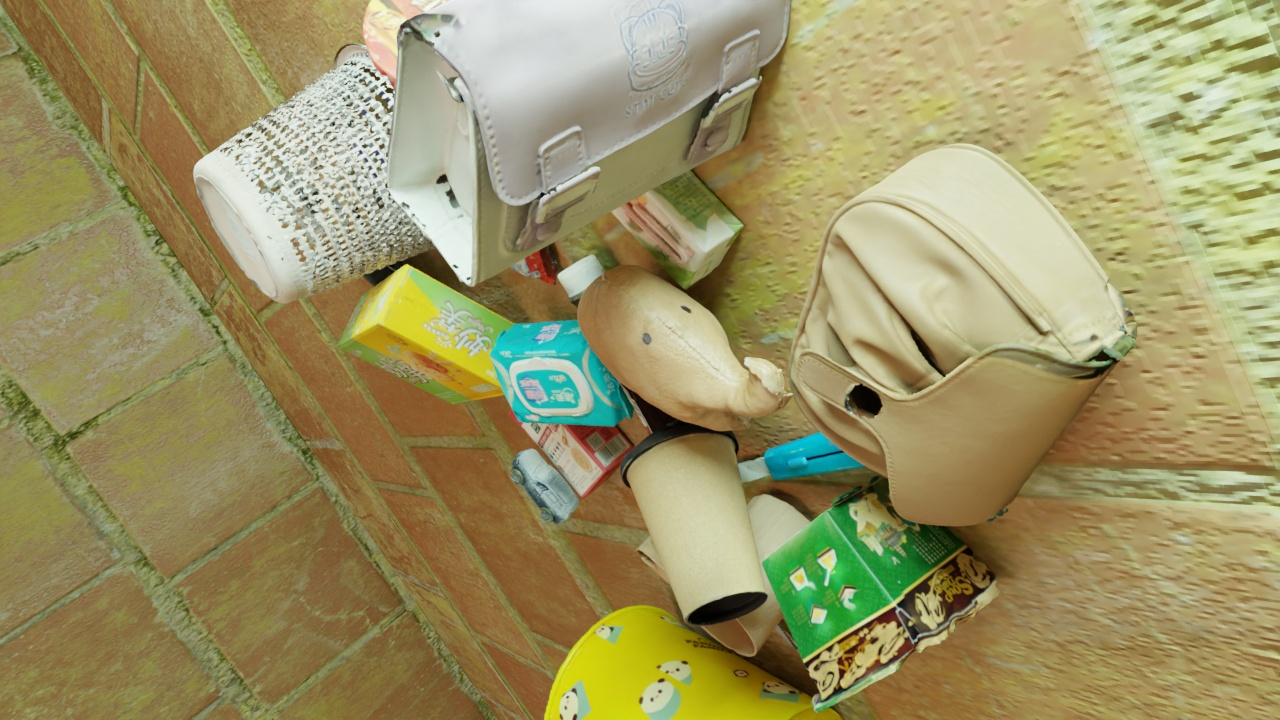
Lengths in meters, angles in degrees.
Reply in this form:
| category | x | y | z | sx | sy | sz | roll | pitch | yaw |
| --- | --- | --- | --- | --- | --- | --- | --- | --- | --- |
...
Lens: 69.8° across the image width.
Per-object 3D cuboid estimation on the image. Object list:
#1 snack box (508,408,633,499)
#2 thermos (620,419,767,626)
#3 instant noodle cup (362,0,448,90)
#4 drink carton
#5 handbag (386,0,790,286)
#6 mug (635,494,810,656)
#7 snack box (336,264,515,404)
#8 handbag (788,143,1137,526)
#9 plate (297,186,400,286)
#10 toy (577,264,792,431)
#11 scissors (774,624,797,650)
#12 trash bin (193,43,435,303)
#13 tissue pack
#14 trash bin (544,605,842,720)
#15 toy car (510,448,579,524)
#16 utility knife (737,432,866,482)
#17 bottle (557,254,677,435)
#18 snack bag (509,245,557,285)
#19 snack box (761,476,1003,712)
| category | x | y | z | sx | sy | sz | roll | pitch | yaw |
| --- | --- | --- | --- | --- | --- | --- | --- | --- | --- |
| snack box | -0.075 | 0.074 | 0.968 | 0.127 | 0.044 | 0.113 | 49 | 153 | 7 |
| thermos | 0.043 | 0.115 | 0.673 | 0.093 | 0.093 | 0.143 | 99 | 157 | -55 |
| instant noodle cup | -0.105 | -0.192 | 0.621 | 0.138 | 0.137 | 0.109 | 42 | 160 | 21 |
| drink carton | 0.008 | -0.110 | 0.620 | 0.122 | 0.045 | 0.054 | 49 | 152 | 8 |
| handbag | -0.024 | -0.140 | 0.472 | 0.098 | 0.196 | 0.145 | 47 | 153 | 18 |
| mug | 0.076 | 0.161 | 0.753 | 0.124 | 0.103 | 0.084 | 40 | 155 | 14 |
| snack box | -0.225 | -0.020 | 0.995 | 0.157 | 0.070 | 0.210 | 30 | 161 | -23 |
| handbag | 0.147 | 0.000 | 0.471 | 0.148 | 0.099 | 0.205 | 43 | 155 | 25 |
| plate | -0.328 | -0.141 | 1.074 | 0.179 | 0.024 | 0.179 | 49 | -178 | -3 |
| toy | 0.022 | -0.008 | 0.614 | 0.143 | 0.082 | 0.226 | 35 | 180 | -13 |
| scissors | 0.077 | 0.194 | 0.903 | 0.227 | 0.015 | 0.189 | 40 | 150 | 23 |
| trash bin | -0.308 | -0.164 | 0.897 | 0.227 | 0.191 | 0.228 | 38 | 149 | 27 |
| tissue pack | -0.070 | 0.013 | 0.848 | 0.134 | 0.050 | 0.093 | -2 | 122 | 33 |
| trash bin | 0.063 | 0.406 | 0.962 | 0.256 | 0.229 | 0.230 | 8 | 129 | 48 |
| toy car | -0.103 | 0.135 | 0.992 | 0.034 | 0.042 | 0.090 | -28 | 104 | 38 |
| utility knife | 0.118 | 0.076 | 0.698 | 0.034 | 0.018 | 0.215 | 54 | 154 | -2 |
| bottle | -0.005 | 0.004 | 0.761 | 0.195 | 0.044 | 0.080 | 60 | 178 | -11 |
| snack bag | -0.114 | -0.099 | 0.845 | 0.105 | 0.026 | 0.045 | 28 | 153 | 41 |
| snack box | 0.153 | 0.150 | 0.622 | 0.105 | 0.118 | 0.118 | 56 | 136 | 19 |
